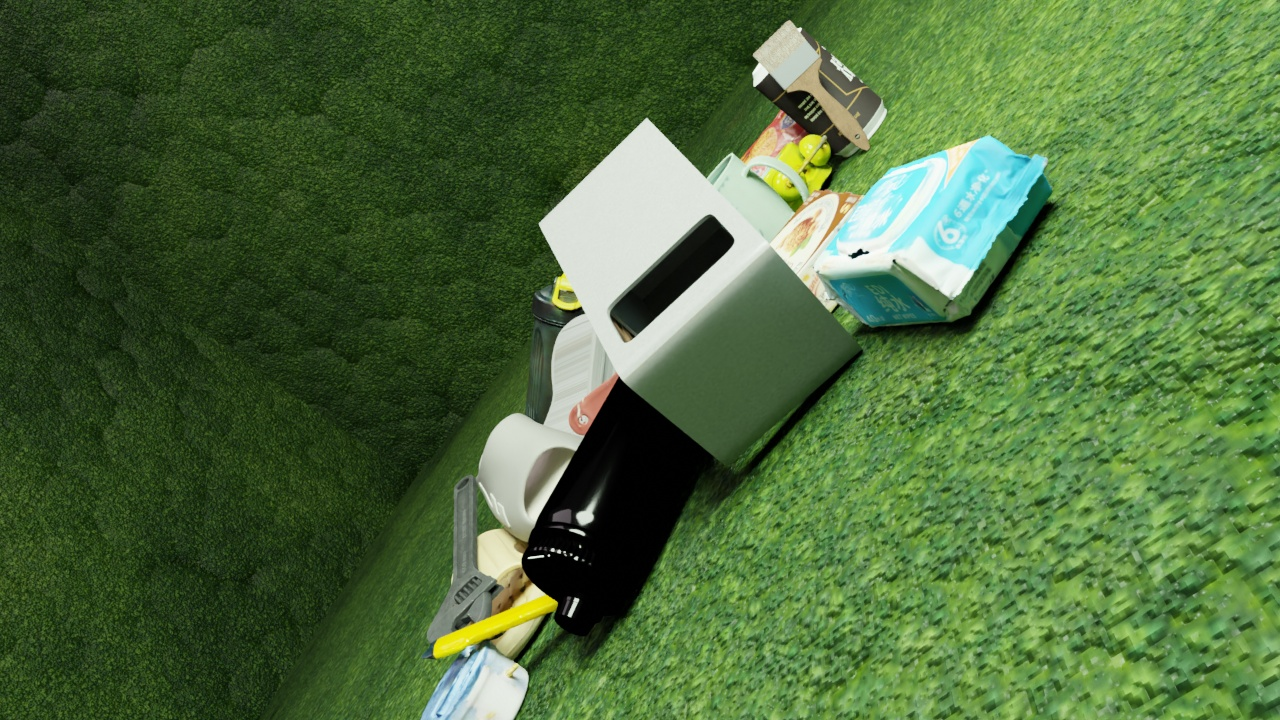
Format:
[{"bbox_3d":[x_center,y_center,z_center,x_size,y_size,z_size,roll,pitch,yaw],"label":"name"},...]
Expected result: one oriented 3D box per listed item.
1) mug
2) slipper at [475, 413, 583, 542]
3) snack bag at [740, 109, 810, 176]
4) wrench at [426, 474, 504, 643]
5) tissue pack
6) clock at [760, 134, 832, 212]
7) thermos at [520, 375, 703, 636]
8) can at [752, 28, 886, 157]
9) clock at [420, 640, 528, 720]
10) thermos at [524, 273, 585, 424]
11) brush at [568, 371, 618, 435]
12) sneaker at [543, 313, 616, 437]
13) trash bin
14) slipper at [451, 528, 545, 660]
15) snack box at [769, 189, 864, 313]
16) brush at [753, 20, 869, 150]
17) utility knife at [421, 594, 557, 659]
[{"bbox_3d":[0.111,-0.145,0.884,0.112,0.104,0.083,-44,13,43],"label":"mug"},{"bbox_3d":[-0.126,0.096,0.902,0.113,0.080,0.266,-55,22,-7],"label":"slipper"},{"bbox_3d":[0.172,-0.245,1.035,0.177,0.082,0.082,-49,11,16],"label":"snack bag"},{"bbox_3d":[-0.162,0.175,0.846,0.073,0.018,0.273,-35,23,3],"label":"wrench"},{"bbox_3d":[0.160,-0.071,0.531,0.093,0.061,0.144,-54,10,-6],"label":"tissue pack"},{"bbox_3d":[0.158,-0.184,0.940,0.083,0.057,0.119,-54,4,-20],"label":"clock"},{"bbox_3d":[-0.018,0.100,0.675,0.086,0.086,0.198,-40,16,51],"label":"thermos"},{"bbox_3d":[0.181,-0.271,0.932,0.072,0.128,0.071,-50,10,12],"label":"can"},{"bbox_3d":[-0.137,0.271,0.725,0.126,0.052,0.088,-39,17,52],"label":"clock"},{"bbox_3d":[-0.096,0.003,1.131,0.098,0.098,0.221,-90,10,-74],"label":"thermos"},{"bbox_3d":[-0.005,0.005,0.888,0.172,0.041,0.030,-48,-10,5],"label":"brush"},{"bbox_3d":[-0.054,0.067,1.018,0.099,0.089,0.235,-19,52,41],"label":"sneaker"},{"bbox_3d":[0.031,-0.057,0.644,0.114,0.114,0.228,-43,36,10],"label":"trash bin"},{"bbox_3d":[-0.144,0.214,0.887,0.111,0.079,0.261,-57,10,-5],"label":"slipper"},{"bbox_3d":[0.125,-0.067,0.734,0.147,0.041,0.143,-51,11,8],"label":"snack box"},{"bbox_3d":[0.171,-0.253,0.875,0.045,0.143,0.008,-40,15,18],"label":"brush"},{"bbox_3d":[-0.092,0.195,0.702,0.159,0.017,0.030,-26,15,4],"label":"utility knife"}]
